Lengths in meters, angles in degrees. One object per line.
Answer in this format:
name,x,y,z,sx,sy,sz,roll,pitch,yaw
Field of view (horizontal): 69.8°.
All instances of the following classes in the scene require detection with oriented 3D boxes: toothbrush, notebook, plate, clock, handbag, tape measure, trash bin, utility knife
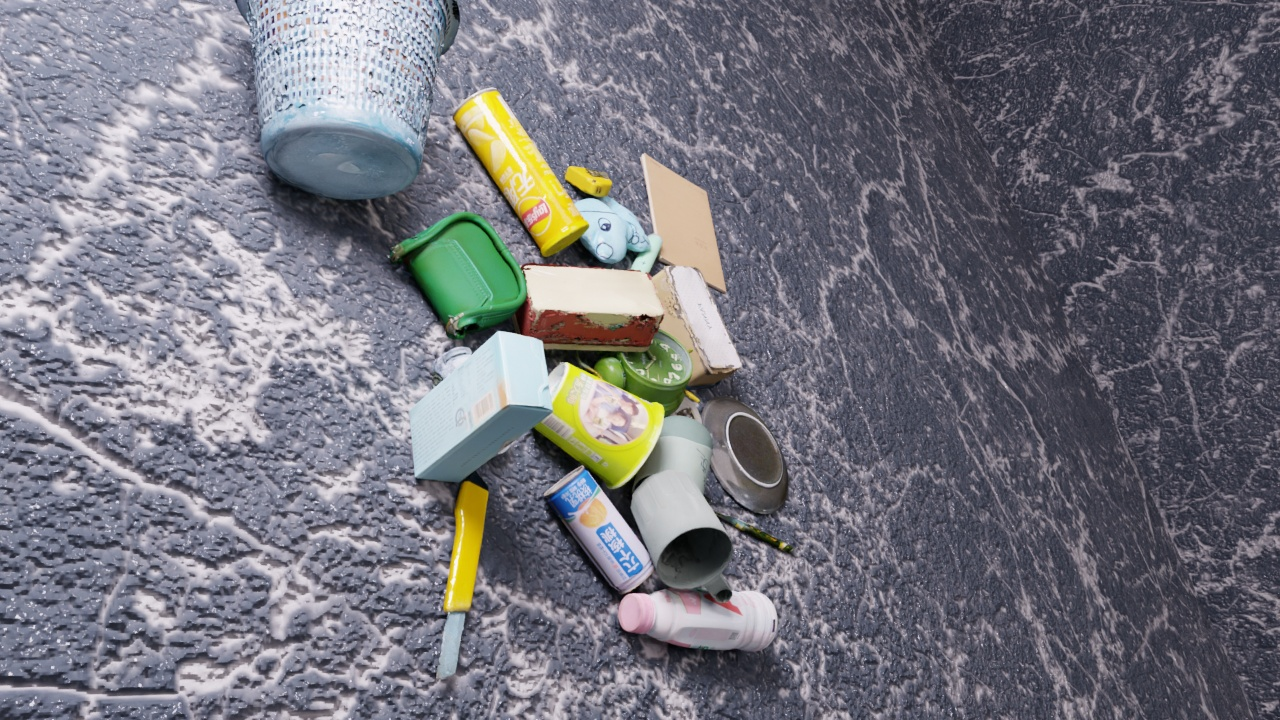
toothbrush,-0.007,-0.110,1.266,0.027,0.027,0.223,28,41,-4
notebook,0.068,-0.216,1.449,0.149,0.012,0.211,22,48,-39
plate,0.152,0.126,1.267,0.179,0.024,0.179,28,45,-32
clock,-0.007,0.007,1.131,0.161,0.056,0.116,14,42,-19
handbag,-0.196,-0.091,1.000,0.131,0.068,0.119,55,37,-1
tape measure,-0.068,-0.253,1.287,0.060,0.029,0.057,38,26,31
trash bin,-0.300,-0.281,0.932,0.226,0.227,0.194,14,65,-42
tape measure,0.047,0.077,1.178,0.065,0.034,0.065,-15,76,-52
utility knife,-0.168,0.195,0.855,0.033,0.015,0.214,33,39,-30
toothbrush,0.135,0.212,1.188,0.185,0.017,0.012,31,6,-30

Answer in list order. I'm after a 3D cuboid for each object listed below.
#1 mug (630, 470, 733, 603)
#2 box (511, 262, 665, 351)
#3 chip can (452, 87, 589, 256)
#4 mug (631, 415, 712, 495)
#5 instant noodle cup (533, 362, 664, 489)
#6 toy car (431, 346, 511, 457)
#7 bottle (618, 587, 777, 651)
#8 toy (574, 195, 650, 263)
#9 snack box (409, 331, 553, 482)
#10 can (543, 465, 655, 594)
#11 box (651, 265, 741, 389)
mug,0.050,0.192,0.991,0.124,0.083,0.103,57,1,-35
box,-0.060,-0.066,1.074,0.168,0.077,0.091,1,47,-24
chip can,-0.151,-0.238,1.162,0.213,0.072,0.071,56,36,0
mug,0.045,0.136,1.099,0.106,0.082,0.112,-72,150,-48
instant noodle cup,-0.055,0.065,1.018,0.123,0.112,0.111,33,41,-16
toy car,-0.172,0.044,0.953,0.054,0.037,0.120,-22,83,-54
bottle,0.064,0.283,1.012,0.196,0.068,0.068,16,51,-38
toy,-0.046,-0.183,1.259,0.156,0.050,0.161,17,38,-36
snack box,-0.152,0.047,0.854,0.051,0.175,0.074,13,54,-39
can,-0.043,0.181,0.978,0.134,0.053,0.053,54,36,-3
box,0.072,-0.042,1.278,0.089,0.061,0.184,-1,66,-48
